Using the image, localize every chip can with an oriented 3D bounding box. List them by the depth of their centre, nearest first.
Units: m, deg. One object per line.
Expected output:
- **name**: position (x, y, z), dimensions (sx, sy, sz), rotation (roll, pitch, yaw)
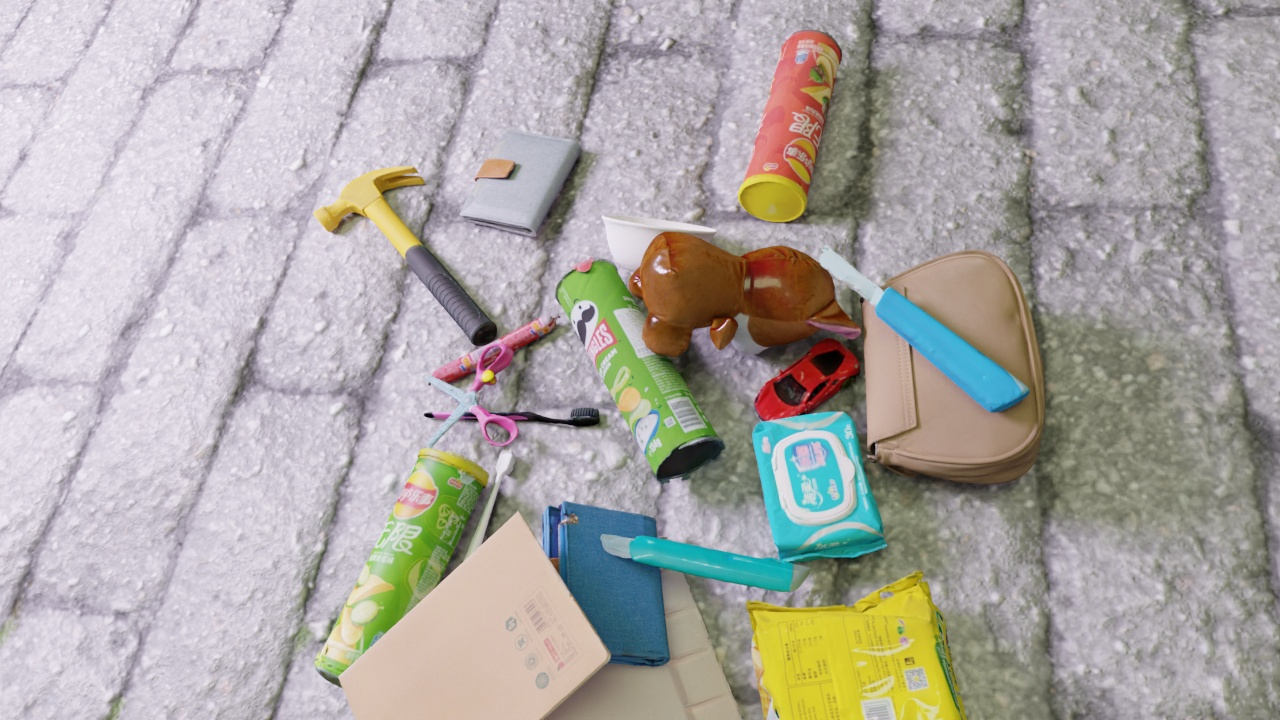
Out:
- **chip can**: position (-0.215, 0.190, 0.834), dimensions (0.073, 0.073, 0.220), rotation (14, 66, 20)
- **chip can**: position (-0.005, 0.005, 0.885), dimensions (0.072, 0.072, 0.236), rotation (-29, 59, -3)
- **chip can**: position (0.164, -0.254, 0.988), dimensions (0.073, 0.073, 0.216), rotation (10, 64, 18)

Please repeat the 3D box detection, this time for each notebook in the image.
- **notebook**: position (-0.135, 0.238, 0.711), dimensions (0.208, 0.008, 0.148), rotation (-43, 55, 5)

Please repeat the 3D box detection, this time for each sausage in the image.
- **sausage**: position (-0.152, -0.010, 0.959), dimensions (0.156, 0.020, 0.020), rotation (-27, 59, -2)

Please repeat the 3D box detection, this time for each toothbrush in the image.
- **toothbrush**: position (-0.151, 0.168, 0.866), dimensions (0.016, 0.016, 0.179), rotation (9, 66, 20)
- **toothbrush**: position (-0.131, 0.054, 0.923), dimensions (0.189, 0.014, 0.017), rotation (1, 52, 14)

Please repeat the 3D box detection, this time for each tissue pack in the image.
- **tissue pack**: position (0.154, 0.112, 0.800), dimensions (0.093, 0.050, 0.133), rotation (-12, 60, 6)

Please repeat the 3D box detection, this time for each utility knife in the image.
- **utility knife**: position (0.052, 0.166, 0.760), dimensions (0.176, 0.013, 0.029), rotation (11, 58, 3)
- **utility knife**: position (0.227, -0.032, 0.771), dimensions (0.034, 0.018, 0.218), rotation (-45, 60, 2)

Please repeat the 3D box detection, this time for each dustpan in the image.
- **dustpan**: position (-0.069, 0.295, 0.779), dimensions (0.273, 0.139, 0.222), rotation (-5, 54, -22)

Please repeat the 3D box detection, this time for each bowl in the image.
- **bowl**: position (0.016, -0.109, 0.939), dimensions (0.118, 0.118, 0.065), rotation (11, 102, 19)

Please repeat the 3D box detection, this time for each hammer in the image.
- **hammer**: position (-0.253, -0.120, 1.037), dimensions (0.128, 0.033, 0.300), rotation (-39, 60, -8)

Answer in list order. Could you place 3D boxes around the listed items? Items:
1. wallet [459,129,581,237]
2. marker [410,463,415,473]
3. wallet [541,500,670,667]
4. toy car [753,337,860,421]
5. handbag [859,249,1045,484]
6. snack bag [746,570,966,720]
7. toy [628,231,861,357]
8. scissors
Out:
- **wallet**: position (-0.141, -0.209, 1.056), dimensions (0.107, 0.037, 0.129), rotation (15, 66, 20)
- **marker**: position (-0.231, 0.158, 0.888), dimensions (0.022, 0.018, 0.130), rotation (21, 66, -5)
- **wallet**: position (-0.031, 0.186, 0.763), dimensions (0.106, 0.040, 0.132), rotation (11, 47, -20)
- **toy car**: position (0.155, 0.022, 0.862), dimensions (0.106, 0.031, 0.049), rotation (-36, 59, -5)
- **handbag**: position (0.272, 0.010, 0.805), dimensions (0.148, 0.100, 0.204), rotation (-6, 60, 19)
- **snack bag**: position (0.174, 0.290, 0.689), dimensions (0.158, 0.068, 0.246), rotation (-12, 59, 7)
- **toy**: position (0.095, -0.055, 0.858), dimensions (0.199, 0.131, 0.140), rotation (-4, 44, -8)
- **scissors**: position (-0.166, 0.040, 0.921), dimensions (0.134, 0.017, 0.133), rotation (32, 72, 25)
